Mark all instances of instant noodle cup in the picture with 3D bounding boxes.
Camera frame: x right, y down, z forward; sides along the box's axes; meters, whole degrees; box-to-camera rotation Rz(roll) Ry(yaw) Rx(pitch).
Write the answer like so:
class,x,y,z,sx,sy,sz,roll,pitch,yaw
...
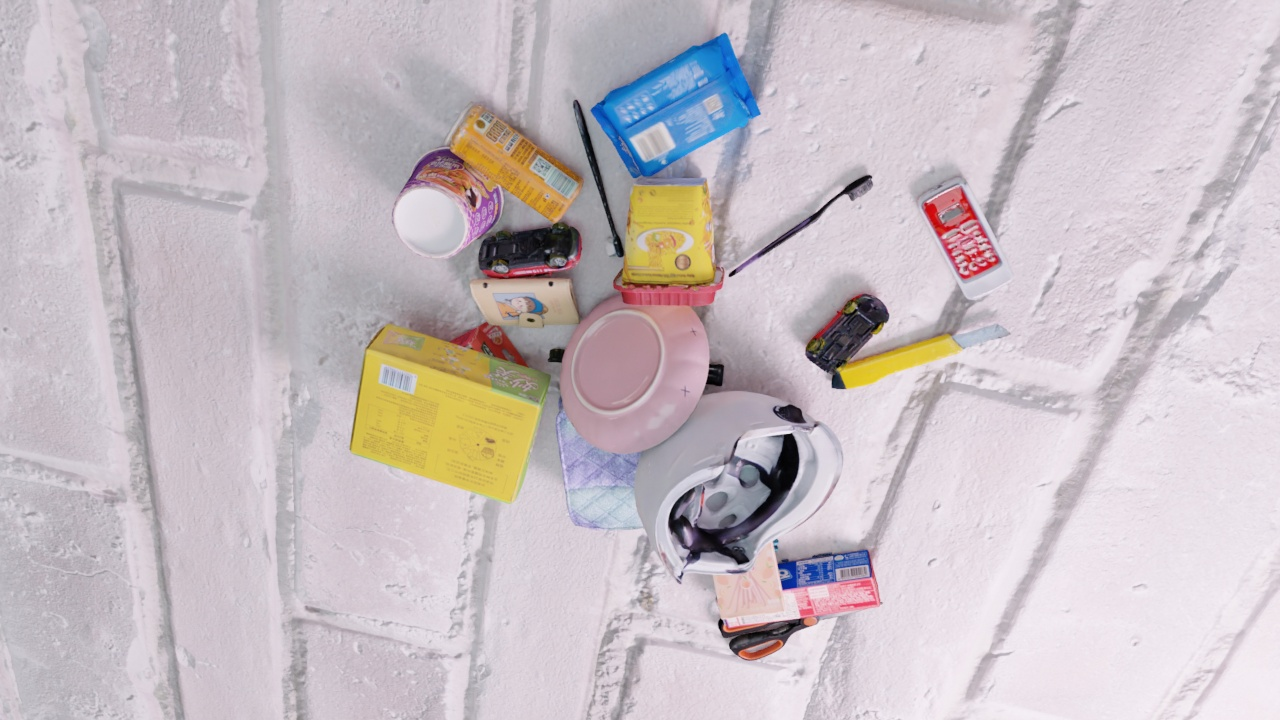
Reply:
class,x,y,z,sx,sy,sz,roll,pitch,yaw
instant noodle cup,-0.212,-0.166,0.994,0.111,0.099,0.112,3,118,5
instant noodle cup,0.032,-0.129,0.977,0.116,0.116,0.124,2,108,7

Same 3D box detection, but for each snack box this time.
class,x,y,z,sx,sy,sz,roll,pitch,yaw
snack box,0.206,0.302,1.214,0.208,0.057,0.058,-13,118,14
snack box,-0.204,0.027,1.129,0.127,0.044,0.113,-26,112,20
snack box,0.130,0.248,1.176,0.084,0.026,0.157,-11,91,14
snack box,-0.225,0.065,1.086,0.210,0.069,0.158,18,121,-2

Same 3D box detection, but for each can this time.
class,x,y,z,sx,sy,sz,roll,pitch,yaw
can,-0.134,-0.210,0.980,0.146,0.058,0.058,34,118,-11

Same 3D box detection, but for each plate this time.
class,x,y,z,sx,sy,sz,roll,pitch,yaw
plate,-0.017,0.006,1.016,0.193,0.192,0.039,-29,150,21

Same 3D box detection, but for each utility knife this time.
class,x,y,z,sx,sy,sz,roll,pitch,yaw
utility knife,0.316,-0.005,1.050,0.207,0.015,0.033,-18,114,20

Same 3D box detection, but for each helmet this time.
class,x,y,z,sx,sy,sz,roll,pitch,yaw
helmet,0.097,0.126,1.068,0.258,0.146,0.230,-13,131,-34

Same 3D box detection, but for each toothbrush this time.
class,x,y,z,sx,sy,sz,roll,pitch,yaw
toothbrush,-0.048,-0.195,1.001,0.018,0.015,0.181,-4,119,20
toothbrush,0.173,-0.142,0.999,0.189,0.014,0.017,-34,121,24
toothbrush,-0.007,0.006,1.101,0.213,0.026,0.027,6,85,6

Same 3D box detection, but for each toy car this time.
class,x,y,z,sx,sy,sz,roll,pitch,yaw
toy car,-0.122,-0.120,1.032,0.121,0.052,0.045,-6,152,17
toy car,0.234,-0.032,1.039,0.049,0.031,0.106,34,119,-11

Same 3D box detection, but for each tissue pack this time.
class,x,y,z,sx,sy,sz,roll,pitch,yaw
tissue pack,0.037,-0.257,0.933,0.157,0.052,0.095,-24,115,20

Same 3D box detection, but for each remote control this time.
class,x,y,z,sx,sy,sz,roll,pitch,yaw
remote control,0.346,-0.128,0.977,0.056,0.020,0.136,-27,111,20

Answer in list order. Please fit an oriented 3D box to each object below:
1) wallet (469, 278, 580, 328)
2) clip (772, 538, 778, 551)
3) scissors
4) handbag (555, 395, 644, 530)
class,x,y,z,sx,sy,sz,roll,pitch,yaw
wallet,-0.131,-0.066,1.061,0.115,0.024,0.087,-1,146,6
clip,0.155,0.242,1.213,0.056,0.014,0.040,6,120,7
scissors,0.224,0.366,1.273,0.234,0.021,0.163,0,125,1
handbag,-0.030,0.116,1.136,0.134,0.075,0.194,-2,120,4
